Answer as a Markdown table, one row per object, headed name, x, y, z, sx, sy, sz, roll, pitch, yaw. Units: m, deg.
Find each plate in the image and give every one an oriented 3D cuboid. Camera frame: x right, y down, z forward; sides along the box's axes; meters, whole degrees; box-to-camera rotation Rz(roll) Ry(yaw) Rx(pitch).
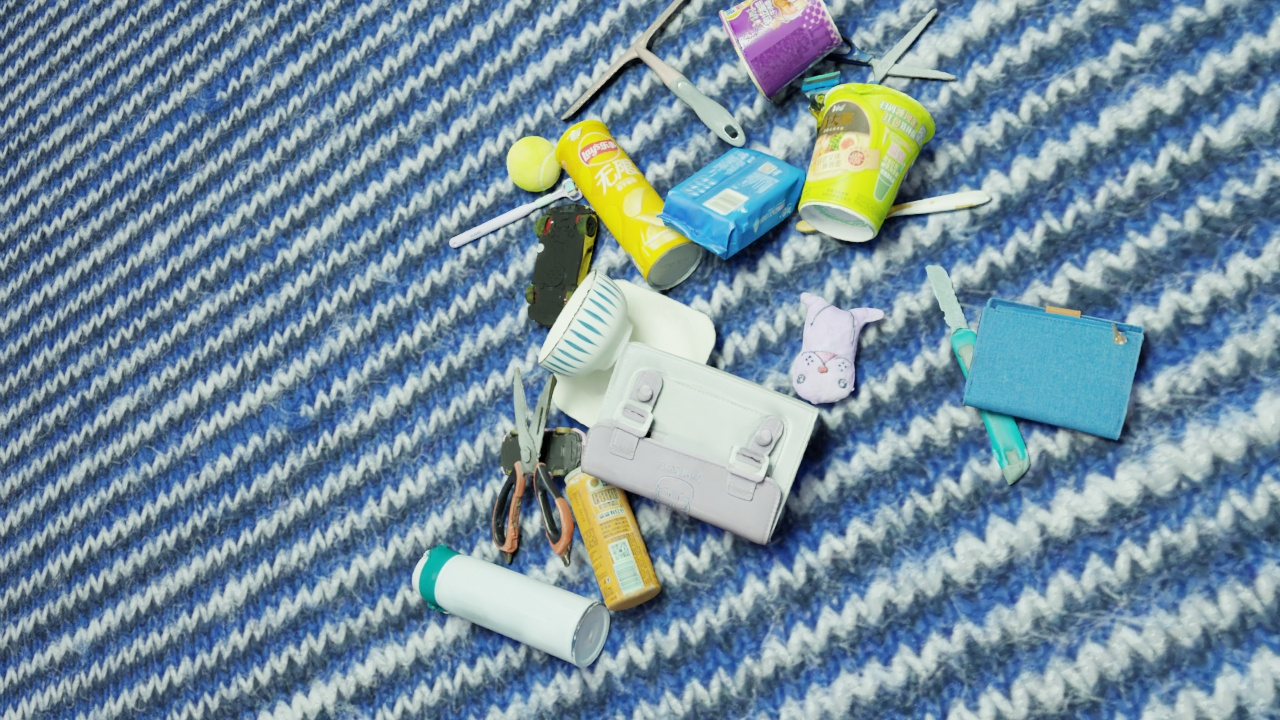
| name | x | y | z | sx | sy | sz | roll | pitch | yaw |
| --- | --- | --- | --- | --- | --- | --- | --- | --- | --- |
| plate | -0.006 | 0.006 | 0.994 | 0.164 | 0.034 | 0.163 | 26 | 88 | 29 |

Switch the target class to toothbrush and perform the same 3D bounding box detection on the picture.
| name | x | y | z | sx | sy | sz | roll | pitch | yaw |
| --- | --- | --- | --- | --- | --- | --- | --- | --- | --- |
| toothbrush | 0.252 | -0.148 | 0.925 | 0.192 | 0.018 | 0.016 | -7 | 75 | 22 |
| toothbrush | -0.157 | -0.176 | 1.128 | 0.189 | 0.029 | 0.021 | -20 | 28 | 21 |

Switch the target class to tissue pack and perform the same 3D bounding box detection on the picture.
| name | x | y | z | sx | sy | sz | roll | pitch | yaw |
| --- | --- | --- | --- | --- | --- | --- | --- | --- | --- |
| tissue pack | 0.100 | -0.167 | 0.959 | 0.156 | 0.052 | 0.095 | -37 | 55 | -27 |

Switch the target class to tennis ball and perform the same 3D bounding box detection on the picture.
| name | x | y | z | sx | sy | sz | roll | pitch | yaw |
| --- | --- | --- | --- | --- | --- | --- | --- | --- | --- |
| tennis ball | -0.128 | -0.236 | 1.103 | 0.066 | 0.065 | 0.065 | -7 | 73 | 24 |

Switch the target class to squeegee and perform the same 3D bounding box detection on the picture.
| name | x | y | z | sx | sy | sz | roll | pitch | yaw |
| --- | --- | --- | --- | --- | --- | --- | --- | --- | --- |
| squeegee | 0.041 | -0.314 | 1.037 | 0.248 | 0.040 | 0.249 | -44 | 54 | 8 |

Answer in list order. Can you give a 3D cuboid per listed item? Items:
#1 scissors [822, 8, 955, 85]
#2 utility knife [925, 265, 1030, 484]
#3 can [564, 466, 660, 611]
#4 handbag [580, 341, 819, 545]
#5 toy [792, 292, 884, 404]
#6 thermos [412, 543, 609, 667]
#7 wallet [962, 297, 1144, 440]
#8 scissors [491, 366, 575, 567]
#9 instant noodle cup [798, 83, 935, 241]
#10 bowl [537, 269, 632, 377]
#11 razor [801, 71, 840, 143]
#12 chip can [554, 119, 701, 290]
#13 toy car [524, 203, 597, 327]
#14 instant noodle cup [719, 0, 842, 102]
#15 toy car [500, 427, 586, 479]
| name | x | y | z | sx | sy | sz | roll | pitch | yaw |
| --- | --- | --- | --- | --- | --- | --- | --- | --- | --- |
| scissors | 0.245 | -0.309 | 0.972 | 0.173 | 0.012 | 0.162 | -49 | 60 | 8 |
| utility knife | 0.310 | 0.006 | 0.852 | 0.029 | 0.013 | 0.222 | -22 | 67 | 16 |
| can | -0.030 | 0.179 | 0.943 | 0.058 | 0.058 | 0.146 | -29 | 65 | 16 |
| handbag | 0.056 | 0.078 | 0.888 | 0.197 | 0.098 | 0.145 | 20 | 96 | 11 |
| toy | 0.188 | -0.008 | 0.902 | 0.084 | 0.039 | 0.108 | 12 | 80 | 19 |
| thermos | -0.144 | 0.258 | 0.973 | 0.224 | 0.073 | 0.073 | 12 | 81 | 28 |
| wallet | 0.363 | 0.004 | 0.812 | 0.133 | 0.040 | 0.106 | 13 | 83 | 19 |
| scissors | -0.118 | 0.122 | 0.982 | 0.190 | 0.015 | 0.226 | -44 | 61 | 37 |
| instant noodle cup | 0.212 | -0.186 | 0.892 | 0.112 | 0.111 | 0.123 | 17 | 79 | 29 |
| bowl | -0.050 | -0.030 | 0.955 | 0.066 | 0.116 | 0.116 | 32 | 91 | -12 |
| razor | 0.190 | -0.232 | 0.959 | 0.043 | 0.022 | 0.142 | -5 | 73 | 32 |
| chip can | -0.016 | -0.177 | 1.030 | 0.072 | 0.072 | 0.213 | -40 | 64 | 11 |
| toy car | -0.092 | -0.111 | 1.063 | 0.071 | 0.041 | 0.155 | 2 | 75 | 26 |
| instant noodle cup | 0.151 | -0.347 | 0.969 | 0.099 | 0.111 | 0.111 | -29 | 65 | 19 |
| toy car | -0.105 | 0.102 | 1.015 | 0.123 | 0.037 | 0.056 | -6 | 75 | 37 |
